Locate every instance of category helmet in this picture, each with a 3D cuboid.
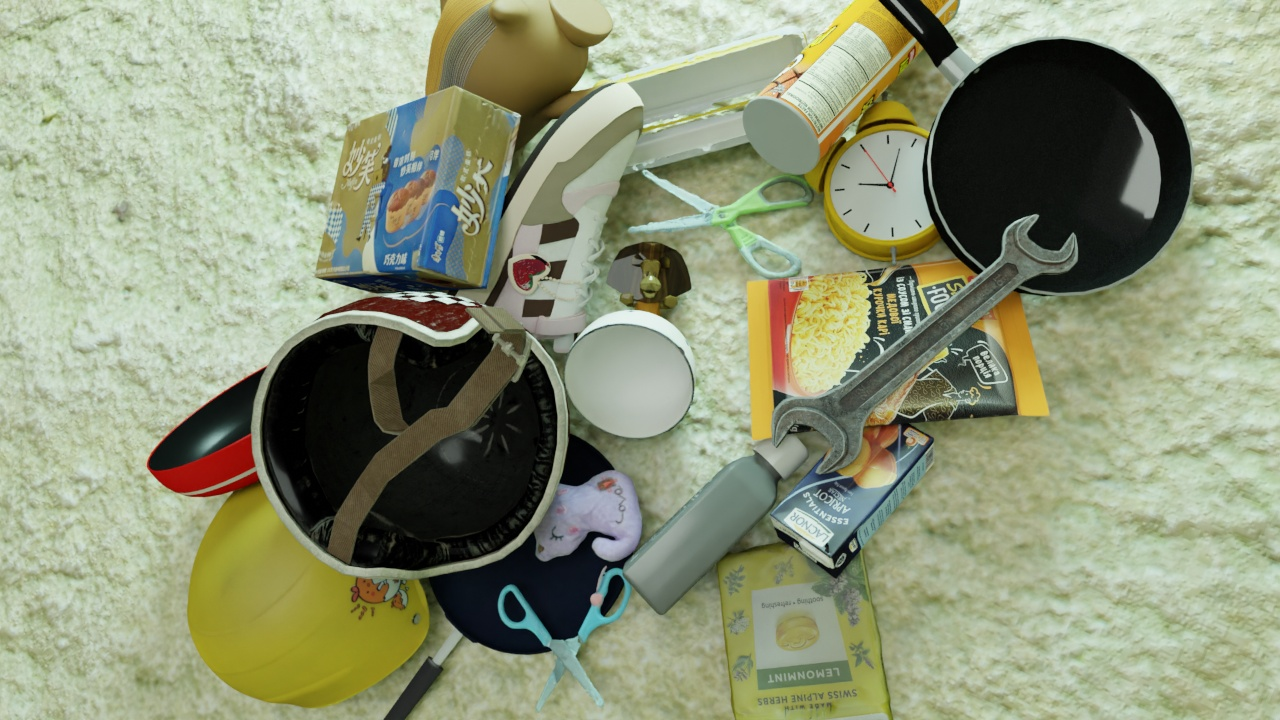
[{"bbox_3d":[-0.168,0.049,0.708,0.234,0.253,0.233,18,99,21],"label":"helmet"},{"bbox_3d":[-0.309,0.179,0.803,0.209,0.139,0.239,-23,65,18],"label":"helmet"}]

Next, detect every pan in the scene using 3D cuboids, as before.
[{"bbox_3d":[0.274,-0.206,0.731,0.204,0.044,0.355,-43,87,-1],"label":"pan"},{"bbox_3d":[-0.291,0.007,0.869,0.355,0.067,0.209,-35,24,-19],"label":"pan"},{"bbox_3d":[-0.146,0.221,0.815,0.199,0.021,0.356,35,87,22],"label":"pan"}]

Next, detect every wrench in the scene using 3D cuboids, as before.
[{"bbox_3d":[0.215,-0.013,0.700,0.273,0.010,0.070,-40,74,4],"label":"wrench"}]

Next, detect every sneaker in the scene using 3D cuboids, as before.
[{"bbox_3d":[-0.067,-0.099,0.816,0.116,0.111,0.294,37,102,5],"label":"sneaker"}]

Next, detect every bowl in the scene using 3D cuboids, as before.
[{"bbox_3d":[-0.005,0.005,0.795,0.113,0.063,0.114,6,121,9],"label":"bowl"}]

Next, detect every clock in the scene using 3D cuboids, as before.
[{"bbox_3d":[0.208,-0.157,0.793,0.113,0.052,0.152,-32,72,7],"label":"clock"}]

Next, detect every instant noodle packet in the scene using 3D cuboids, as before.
[{"bbox_3d":[0.198,-0.015,0.747,0.221,0.032,0.159,-6,55,12],"label":"instant noodle packet"}]

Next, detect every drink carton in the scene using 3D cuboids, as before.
[{"bbox_3d":[0.165,0.100,0.716,0.130,0.040,0.064,-44,51,-16],"label":"drink carton"}]

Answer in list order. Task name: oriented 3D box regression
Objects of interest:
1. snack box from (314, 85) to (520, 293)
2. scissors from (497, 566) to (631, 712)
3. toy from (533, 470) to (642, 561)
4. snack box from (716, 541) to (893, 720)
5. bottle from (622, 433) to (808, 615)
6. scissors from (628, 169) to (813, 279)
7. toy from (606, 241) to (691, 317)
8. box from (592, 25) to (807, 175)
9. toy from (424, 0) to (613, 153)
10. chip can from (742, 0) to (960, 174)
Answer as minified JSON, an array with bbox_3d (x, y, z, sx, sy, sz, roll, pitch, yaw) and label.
[{"bbox_3d":[-0.203,-0.142,0.816,0.203,0.069,0.155,4,80,48],"label":"snack box"},{"bbox_3d":[-0.068,0.224,0.772,0.136,0.015,0.135,26,79,23],"label":"scissors"},{"bbox_3d":[-0.048,0.136,0.776,0.100,0.036,0.080,-19,69,10],"label":"toy"},{"bbox_3d":[0.127,0.230,0.715,0.121,0.045,0.180,-10,73,14],"label":"snack box"},{"bbox_3d":[0.063,0.124,0.738,0.174,0.084,0.046,-43,84,-5],"label":"bottle"},{"bbox_3d":[0.077,-0.136,0.834,0.170,0.028,0.138,29,85,6],"label":"scissors"},{"bbox_3d":[0.006,-0.056,0.826,0.076,0.062,0.100,4,91,-4],"label":"toy"},{"bbox_3d":[0.056,-0.241,0.843,0.210,0.080,0.079,-11,34,13],"label":"box"},{"bbox_3d":[-0.130,-0.272,0.872,0.198,0.162,0.204,45,133,2],"label":"toy"},{"bbox_3d":[0.181,-0.255,0.779,0.075,0.075,0.214,35,69,22],"label":"chip can"}]
